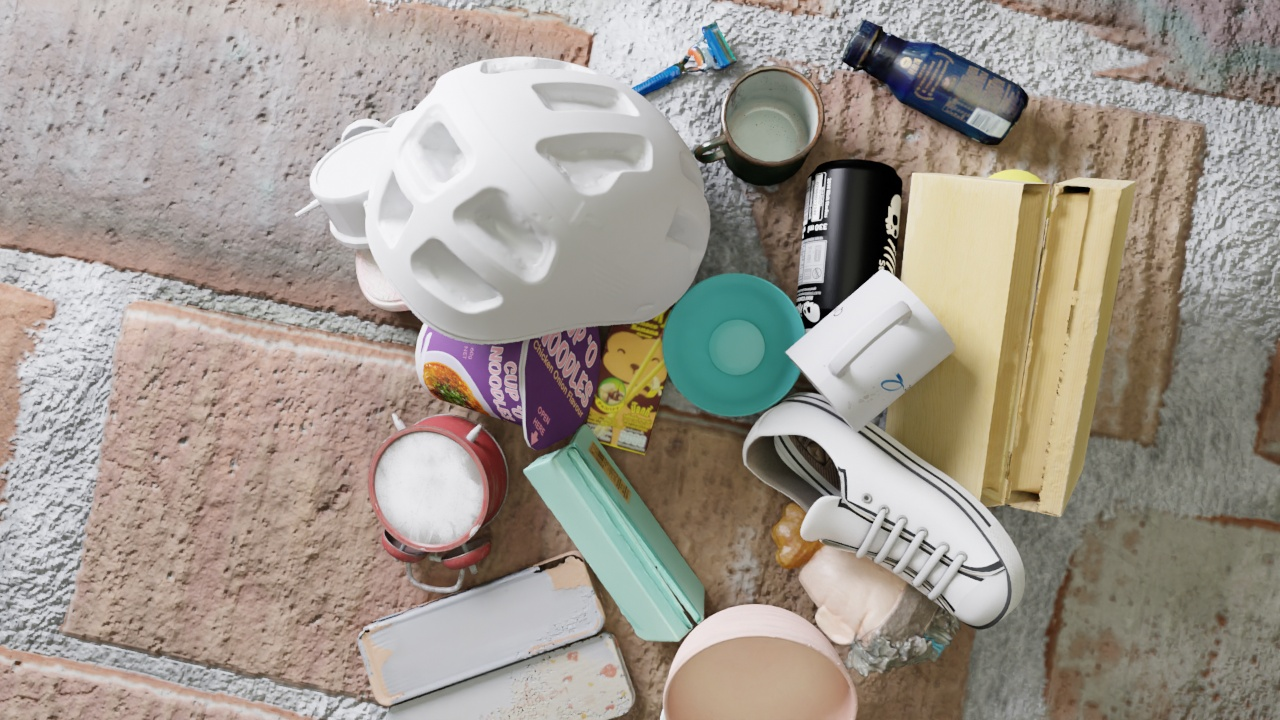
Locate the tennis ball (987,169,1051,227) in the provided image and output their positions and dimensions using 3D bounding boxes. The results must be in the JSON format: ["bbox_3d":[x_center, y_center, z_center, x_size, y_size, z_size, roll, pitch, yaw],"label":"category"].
[{"bbox_3d":[0.318,-0.131,0.789,0.065,0.065,0.065,0,87,2],"label":"tennis ball"}]

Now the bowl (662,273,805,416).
[{"bbox_3d":[0.082,-0.012,0.800,0.121,0.046,0.121,0,88,10],"label":"bowl"}]

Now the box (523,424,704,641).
[{"bbox_3d":[-0.007,0.140,0.780,0.079,0.078,0.189,-37,95,-31],"label":"box"}]

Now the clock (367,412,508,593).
[{"bbox_3d":[-0.173,0.124,0.799,0.110,0.061,0.157,6,99,11],"label":"clock"}]

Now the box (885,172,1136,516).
[{"bbox_3d":[0.295,-0.017,0.723,0.184,0.141,0.249,4,105,10],"label":"box"}]

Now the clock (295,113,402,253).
[{"bbox_3d":[-0.220,-0.164,0.801,0.120,0.061,0.158,6,51,24],"label":"clock"}]

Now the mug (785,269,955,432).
[{"bbox_3d":[0.171,-0.010,0.690,0.096,0.119,0.083,-41,74,6],"label":"mug"}]

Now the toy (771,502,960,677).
[{"bbox_3d":[0.183,0.189,0.775,0.176,0.076,0.132,41,52,11],"label":"toy"}]

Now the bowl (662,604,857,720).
[{"bbox_3d":[0.094,0.255,0.747,0.153,0.076,0.153,1,116,2],"label":"bowl"}]

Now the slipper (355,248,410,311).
[{"bbox_3d":[-0.144,-0.100,0.814,0.221,0.055,0.106,-12,85,4],"label":"slipper"}]

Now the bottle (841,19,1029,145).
[{"bbox_3d":[0.255,-0.245,0.802,0.161,0.056,0.056,28,89,3],"label":"bottle"}]

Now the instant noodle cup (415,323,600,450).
[{"bbox_3d":[-0.118,0.005,0.771,0.122,0.122,0.136,6,58,25],"label":"instant noodle cup"}]

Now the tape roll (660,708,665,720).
[{"bbox_3d":[0.063,0.325,0.802,0.094,0.019,0.094,0,87,2],"label":"tape roll"}]

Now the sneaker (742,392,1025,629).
[{"bbox_3d":[0.177,0.121,0.722,0.097,0.091,0.245,-25,57,-38],"label":"sneaker"}]

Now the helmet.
[{"bbox_3d":[-0.062,-0.129,0.720,0.184,0.281,0.224,-44,60,35],"label":"helmet"}]

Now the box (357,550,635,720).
[{"bbox_3d":[-0.126,0.270,0.806,0.216,0.043,0.151,-19,91,1],"label":"box"}]

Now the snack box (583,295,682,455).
[{"bbox_3d":[-0.005,0.005,0.817,0.061,0.025,0.149,15,88,2],"label":"snack box"}]

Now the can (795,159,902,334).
[{"bbox_3d":[0.178,-0.092,0.786,0.080,0.080,0.146,5,87,3],"label":"can"}]

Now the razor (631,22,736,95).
[{"bbox_3d":[0.015,-0.256,0.834,0.141,0.018,0.044,-26,87,5],"label":"razor"}]

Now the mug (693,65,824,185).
[{"bbox_3d":[0.098,-0.194,0.794,0.111,0.081,0.085,-22,86,1],"label":"mug"}]
